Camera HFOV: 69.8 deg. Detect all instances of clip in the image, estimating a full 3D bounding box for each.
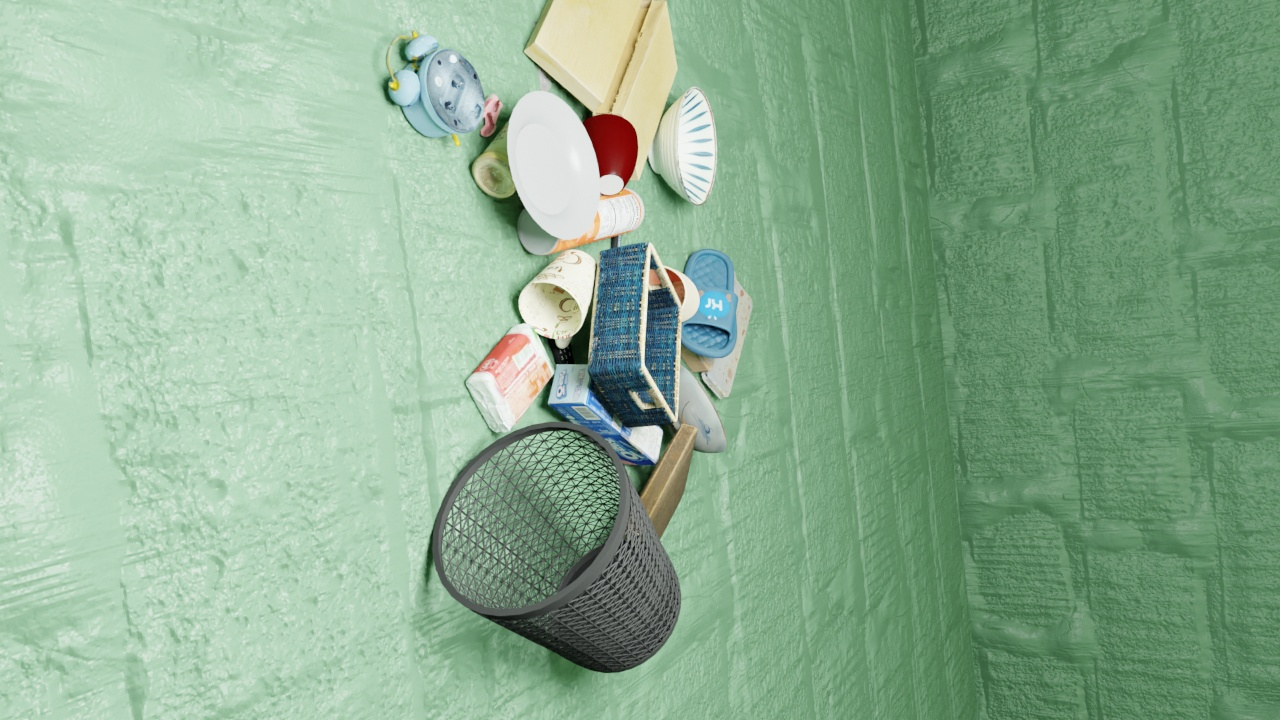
[{"bbox_3d":[-0.181,-0.293,1.075,0.035,0.022,0.057,51,40,-39],"label":"clip"}]

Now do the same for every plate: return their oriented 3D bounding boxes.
[{"bbox_3d":[-0.105,-0.226,1.074,0.172,0.019,0.172,16,70,-55],"label":"plate"}]

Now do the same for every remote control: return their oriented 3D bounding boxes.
[{"bbox_3d":[-0.106,-0.036,1.166,0.039,0.010,0.125,-34,114,-55],"label":"remote control"}]

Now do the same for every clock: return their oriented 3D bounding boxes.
[{"bbox_3d":[-0.221,-0.291,0.977,0.124,0.052,0.088,42,52,-47],"label":"clock"}]

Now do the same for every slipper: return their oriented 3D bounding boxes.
[{"bbox_3d":[0.104,-0.096,1.435,0.059,0.104,0.213,100,-5,-56],"label":"slipper"}]

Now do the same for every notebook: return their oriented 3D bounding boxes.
[{"bbox_3d":[0.023,0.186,1.243,0.214,0.034,0.191,-56,161,-46],"label":"notebook"}]

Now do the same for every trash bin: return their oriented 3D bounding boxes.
[{"bbox_3d":[-0.071,0.225,1.014,0.243,0.217,0.216,58,40,-47],"label":"trash bin"}]

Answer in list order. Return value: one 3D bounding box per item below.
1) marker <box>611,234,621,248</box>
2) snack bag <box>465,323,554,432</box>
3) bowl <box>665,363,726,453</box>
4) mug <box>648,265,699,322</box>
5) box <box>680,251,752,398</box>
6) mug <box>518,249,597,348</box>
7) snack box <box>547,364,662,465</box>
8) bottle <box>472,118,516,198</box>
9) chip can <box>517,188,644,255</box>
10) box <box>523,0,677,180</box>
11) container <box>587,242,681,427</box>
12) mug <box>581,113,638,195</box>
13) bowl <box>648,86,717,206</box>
[{"bbox_3d":[-0.032,-0.184,1.305,0.018,0.015,0.123,22,69,-56],"label":"marker"},{"bbox_3d":[-0.149,0.019,1.064,0.115,0.036,0.077,-57,133,-46],"label":"snack bag"},{"bbox_3d":[0.064,0.080,1.346,0.056,0.151,0.151,-30,118,-12],"label":"bowl"},{"bbox_3d":[0.037,-0.079,1.351,0.111,0.085,0.104,-67,160,7],"label":"mug"},{"bbox_3d":[0.128,-0.060,1.532,0.148,0.043,0.215,57,41,-43],"label":"box"},{"bbox_3d":[-0.091,-0.070,1.129,0.097,0.081,0.122,-64,157,-50],"label":"mug"},{"bbox_3d":[-0.041,0.075,1.191,0.226,0.059,0.059,45,49,-54],"label":"snack box"},{"bbox_3d":[-0.142,-0.262,1.097,0.056,0.057,0.161,60,39,-34],"label":"bottle"},{"bbox_3d":[-0.073,-0.183,1.192,0.209,0.062,0.062,-27,109,-57],"label":"chip can"},{"bbox_3d":[-0.036,-0.425,1.282,0.261,0.097,0.246,45,48,-39],"label":"box"},{"bbox_3d":[-0.005,-0.030,1.133,0.145,0.071,0.187,59,28,-52],"label":"container"},{"bbox_3d":[-0.056,-0.262,1.203,0.087,0.114,0.088,110,-21,-51],"label":"mug"},{"bbox_3d":[0.057,-0.325,1.406,0.177,0.071,0.177,3,90,-67],"label":"bowl"}]
